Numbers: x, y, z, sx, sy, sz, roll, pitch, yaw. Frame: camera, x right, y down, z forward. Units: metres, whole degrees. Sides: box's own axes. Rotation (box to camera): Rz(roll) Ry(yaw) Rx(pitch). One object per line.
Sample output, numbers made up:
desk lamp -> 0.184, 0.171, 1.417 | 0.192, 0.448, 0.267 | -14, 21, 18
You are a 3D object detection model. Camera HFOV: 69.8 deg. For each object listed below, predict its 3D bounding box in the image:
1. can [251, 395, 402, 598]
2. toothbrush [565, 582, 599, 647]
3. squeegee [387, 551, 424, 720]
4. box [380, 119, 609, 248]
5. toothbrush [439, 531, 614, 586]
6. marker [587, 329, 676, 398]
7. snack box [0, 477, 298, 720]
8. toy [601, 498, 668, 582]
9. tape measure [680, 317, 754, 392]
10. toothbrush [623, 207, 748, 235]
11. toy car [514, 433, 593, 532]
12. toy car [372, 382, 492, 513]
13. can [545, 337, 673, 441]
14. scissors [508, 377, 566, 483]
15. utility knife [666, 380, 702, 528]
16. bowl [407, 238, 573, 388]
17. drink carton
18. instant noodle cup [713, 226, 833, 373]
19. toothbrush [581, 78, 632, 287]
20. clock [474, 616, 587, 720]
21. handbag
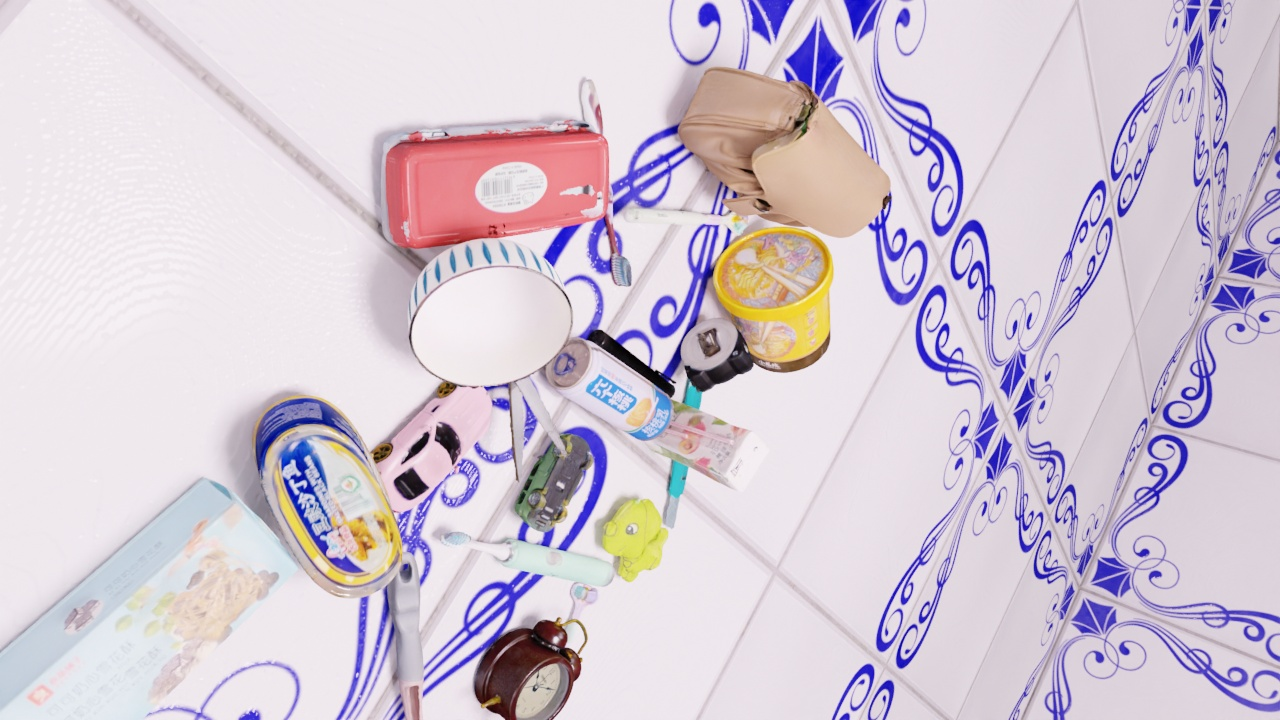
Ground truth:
can -> -0.215, 0.096, 0.636 | 0.074, 0.049, 0.148 | -24, 122, -15
toothbrush -> -0.085, 0.312, 0.907 | 0.021, 0.029, 0.189 | 11, 99, -87
squeegee -> -0.187, 0.270, 0.760 | 0.247, 0.040, 0.250 | -8, 104, -25
box -> -0.106, -0.137, 0.697 | 0.200, 0.047, 0.087 | -18, 117, -43
toothbrush -> -0.098, 0.179, 0.834 | 0.224, 0.027, 0.026 | 28, 46, -49
marker -> -0.005, 0.005, 0.873 | 0.022, 0.020, 0.132 | -52, 139, 2
snack box -> -0.309, 0.163, 0.574 | 0.174, 0.052, 0.074 | -47, 135, -26
toy -> -0.004, 0.180, 0.936 | 0.096, 0.031, 0.100 | -18, 122, -43
tape measure -> 0.074, -0.008, 0.919 | 0.066, 0.066, 0.033 | -27, 137, 12
toothbrush -> 0.046, -0.135, 0.867 | 0.189, 0.020, 0.029 | -8, 106, -51
toy car -> -0.078, 0.107, 0.820 | 0.043, 0.036, 0.091 | 40, 76, -47
toy car -> -0.160, 0.066, 0.714 | 0.122, 0.037, 0.056 | -49, 137, -25
can -> -0.026, 0.027, 0.833 | 0.134, 0.053, 0.053 | 35, 78, -49
scissors -> -0.102, 0.005, 0.742 | 0.159, 0.014, 0.177 | 29, 70, -38
utility knife -> 0.048, 0.092, 0.972 | 0.029, 0.013, 0.187 | -2, 106, -47
bowl -> -0.112, -0.043, 0.666 | 0.116, 0.066, 0.117 | -11, 138, -11
drink carton -> 0.058, 0.079, 0.895 | 0.053, 0.123, 0.045 | -55, 136, -14
instant noodle cup -> 0.144, -0.058, 0.947 | 0.118, 0.118, 0.114 | -50, 143, -22
toothbrush -> -0.028, -0.147, 0.790 | 0.016, 0.017, 0.188 | -34, 128, -36
clock -> -0.098, 0.289, 0.855 | 0.121, 0.055, 0.082 | -40, 130, -27
handbag -> 0.131, -0.183, 0.851 | 0.204, 0.148, 0.099 | 28, 82, -45
